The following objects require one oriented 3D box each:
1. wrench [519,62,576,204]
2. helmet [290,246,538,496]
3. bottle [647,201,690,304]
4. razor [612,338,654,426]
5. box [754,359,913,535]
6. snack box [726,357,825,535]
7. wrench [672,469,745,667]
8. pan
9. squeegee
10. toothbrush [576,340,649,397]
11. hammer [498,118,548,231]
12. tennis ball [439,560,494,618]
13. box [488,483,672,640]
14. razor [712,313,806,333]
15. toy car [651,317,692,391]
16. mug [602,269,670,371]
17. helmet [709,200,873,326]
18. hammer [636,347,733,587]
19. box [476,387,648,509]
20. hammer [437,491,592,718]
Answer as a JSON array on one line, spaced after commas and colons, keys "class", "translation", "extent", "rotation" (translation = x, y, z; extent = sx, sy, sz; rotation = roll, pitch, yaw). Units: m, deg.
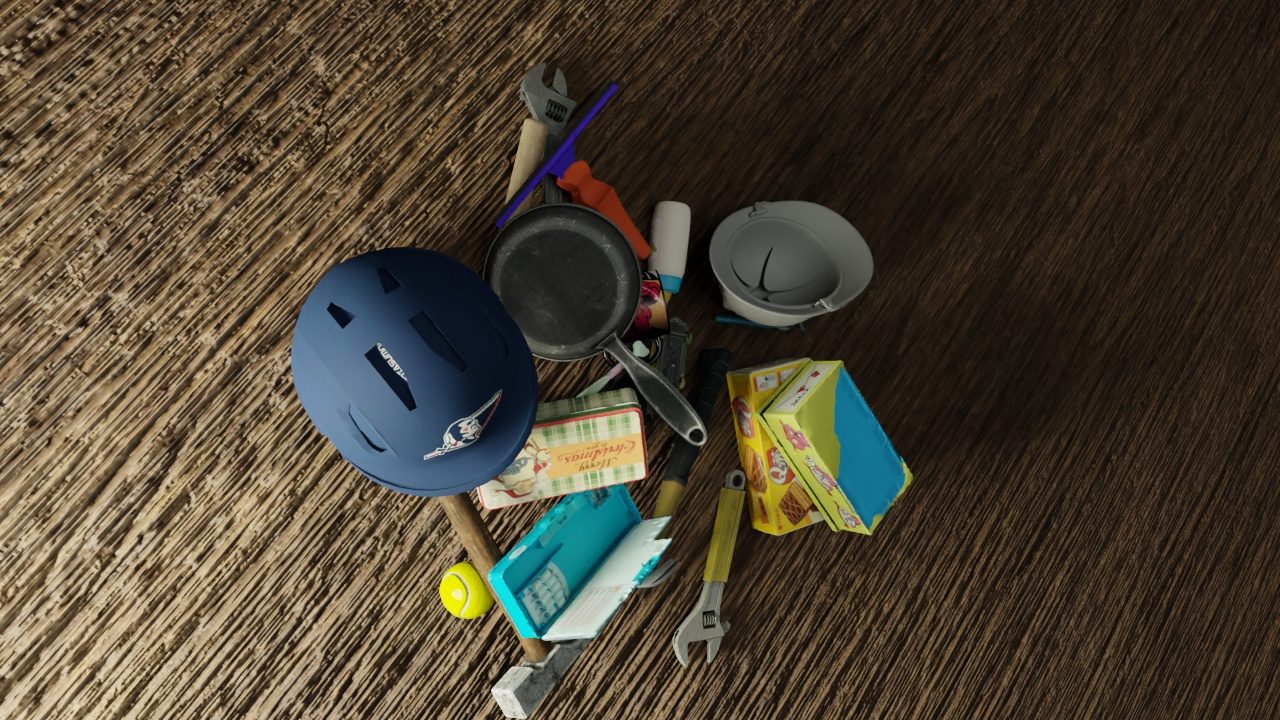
[{"class": "wrench", "translation": [-0.112, -0.233, 1.147], "extent": [0.073, 0.018, 0.273], "rotation": [-3, 93, -27]}, {"class": "helmet", "translation": [-0.227, 0.012, 0.948], "extent": [0.232, 0.223, 0.272], "rotation": [-39, 102, -13]}, {"class": "bottle", "translation": [0.035, -0.133, 1.204], "extent": [0.051, 0.051, 0.146], "rotation": [8, 86, -28]}, {"class": "razor", "translation": [-0.007, 0.007, 1.184], "extent": [0.060, 0.057, 0.156], "rotation": [9, 83, -70]}, {"class": "box", "translation": [0.266, 0.119, 1.245], "extent": [0.124, 0.081, 0.221], "rotation": [-46, 113, -24]}, {"class": "snack box", "translation": [0.196, 0.118, 1.284], "extent": [0.109, 0.062, 0.230], "rotation": [-13, 96, -28]}, {"class": "wrench", "translation": [0.103, 0.283, 1.260], "extent": [0.083, 0.018, 0.273], "rotation": [15, 83, -27]}, {"class": "pan", "translation": [-0.037, -0.025, 1.083], "extent": [0.187, 0.055, 0.357], "rotation": [-39, 100, 12]}, {"class": "squeegee", "translation": [-0.052, -0.196, 1.150], "extent": [0.185, 0.055, 0.249], "rotation": [45, 67, -24]}, {"class": "toothbrush", "translation": [-0.051, 0.030, 1.133], "extent": [0.155, 0.015, 0.022], "rotation": [-40, 98, 16]}, {"class": "hammer", "translation": [-0.165, -0.131, 1.110], "extent": [0.119, 0.031, 0.331], "rotation": [15, 84, -28]}, {"class": "tennis ball", "translation": [-0.200, 0.267, 1.072], "extent": [0.065, 0.065, 0.065], "rotation": [0, 90, -28]}, {"class": "box", "translation": [-0.050, 0.214, 1.057], "extent": [0.226, 0.122, 0.098], "rotation": [-42, 111, -47]}, {"class": "razor", "translation": [0.165, -0.055, 1.293], "extent": [0.143, 0.022, 0.042], "rotation": [2, 52, -24]}, {"class": "toy car", "translation": [0.038, -0.005, 1.218], "extent": [0.049, 0.030, 0.107], "rotation": [12, 86, -26]}, {"class": "mug", "translation": [-0.015, -0.045, 1.141], "extent": [0.098, 0.082, 0.118], "rotation": [-12, 96, -2]}, {"class": "helmet", "translation": [0.185, -0.112, 1.255], "extent": [0.270, 0.118, 0.183], "rotation": [-19, 68, -34]}, {"class": "hammer", "translation": [0.053, 0.135, 1.191], "extent": [0.025, 0.118, 0.332], "rotation": [31, 71, -30]}, {"class": "box", "translation": [-0.096, 0.104, 1.075], "extent": [0.205, 0.049, 0.118], "rotation": [-10, 128, -7]}, {"class": "hammer", "translation": [-0.143, 0.226, 1.069], "extent": [0.217, 0.037, 0.300], "rotation": [-41, 111, -47]}]
